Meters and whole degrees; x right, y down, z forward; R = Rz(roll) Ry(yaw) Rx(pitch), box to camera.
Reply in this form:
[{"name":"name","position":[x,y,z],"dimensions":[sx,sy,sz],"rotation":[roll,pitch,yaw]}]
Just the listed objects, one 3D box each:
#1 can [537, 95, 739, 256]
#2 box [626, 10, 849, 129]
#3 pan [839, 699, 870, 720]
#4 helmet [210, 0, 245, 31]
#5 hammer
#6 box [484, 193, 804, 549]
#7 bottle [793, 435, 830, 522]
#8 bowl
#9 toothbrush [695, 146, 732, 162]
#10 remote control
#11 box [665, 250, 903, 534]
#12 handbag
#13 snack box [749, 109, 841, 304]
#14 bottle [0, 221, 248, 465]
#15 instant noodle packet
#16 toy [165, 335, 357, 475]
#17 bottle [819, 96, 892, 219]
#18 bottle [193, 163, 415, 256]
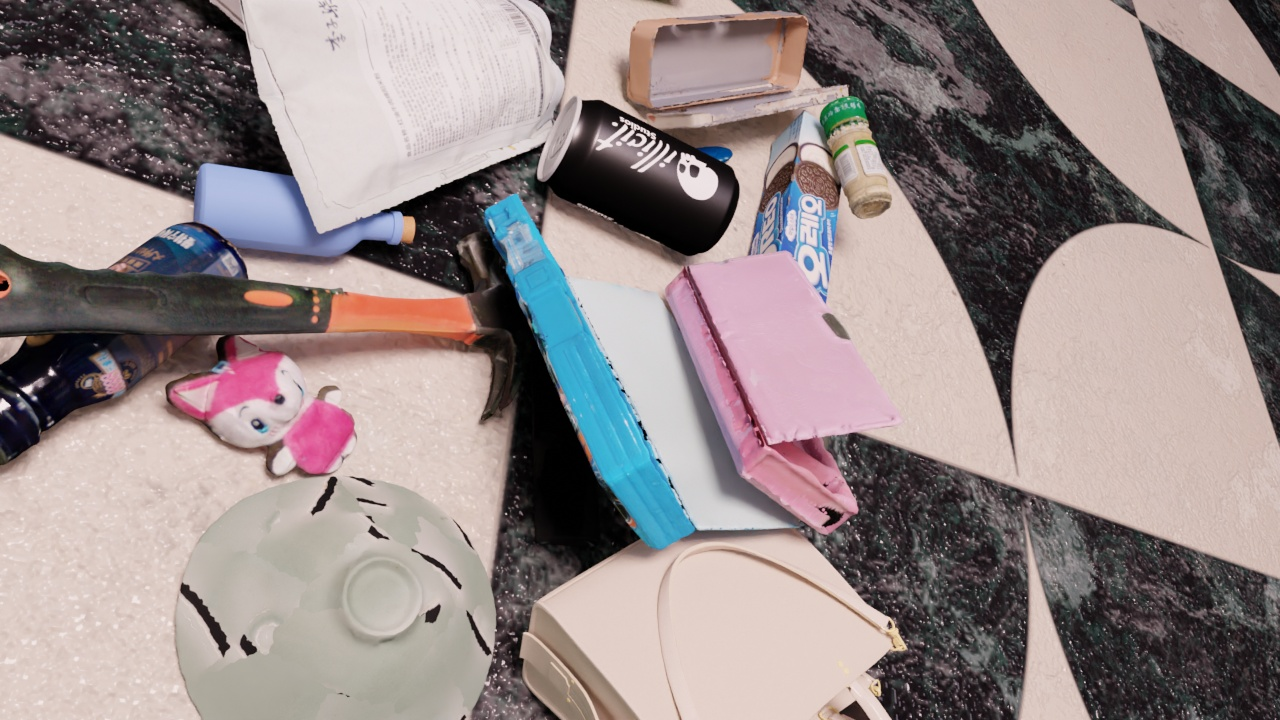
[{"name":"can","position":[-0.001,-0.144,0.722],"dimensions":[0.146,0.080,0.080],"rotation":[22,55,-21]},{"name":"box","position":[0.088,-0.271,0.843],"dimensions":[0.215,0.095,0.108],"rotation":[-21,102,-38]},{"name":"pan","position":[0.156,0.312,0.593],"dimensions":[0.355,0.043,0.248],"rotation":[10,60,-28]},{"name":"helmet","position":[-0.263,-0.351,0.661],"dimensions":[0.282,0.184,0.223],"rotation":[33,44,13]},{"name":"hammer","position":[-0.192,-0.028,0.514],"dimensions":[0.332,0.033,0.133],"rotation":[1,64,-50]},{"name":"box","position":[-0.014,0.013,0.593],"dimensions":[0.174,0.064,0.243],"rotation":[29,24,-45]},{"name":"bottle","position":[0.109,0.069,0.688],"dimensions":[0.060,0.060,0.108],"rotation":[32,51,-14]},{"name":"bowl","position":[-0.147,0.132,0.485],"dimensions":[0.174,0.068,0.174],"rotation":[16,58,-27]},{"name":"toothbrush","position":[0.033,-0.179,0.808],"dimensions":[0.132,0.016,0.021],"rotation":[-12,72,-39]},{"name":"remote control","position":[-0.050,0.055,0.620],"dimensions":[0.045,0.021,0.140],"rotation":[11,58,-29]},{"name":"box","position":[0.096,-0.004,0.622],"dimensions":[0.099,0.099,0.232],"rotation":[39,18,-27]},{"name":"handbag","position":[0.062,0.185,0.527],"dimensions":[0.194,0.101,0.198],"rotation":[-23,48,-39]},{"name":"snack box","position":[0.139,-0.126,0.815],"dimensions":[0.059,0.059,0.225],"rotation":[29,52,-17]},{"name":"bottle","position":[-0.282,-0.012,0.485],"dimensions":[0.056,0.056,0.160],"rotation":[41,51,-7]},{"name":"instant noodle packet","position":[-0.149,-0.192,0.629],"dimensions":[0.268,0.057,0.147],"rotation":[-38,117,-52]},{"name":"toy","position":[-0.206,0.024,0.522],"dimensions":[0.102,0.050,0.065],"rotation":[37,46,-16]},{"name":"bottle","position":[0.193,-0.181,0.818],"dimensions":[0.042,0.043,0.109],"rotation":[2,65,-32]},{"name":"bottle","position":[-0.209,-0.091,0.581],"dimensions":[0.131,0.048,0.048],"rotation":[4,63,-31]}]
